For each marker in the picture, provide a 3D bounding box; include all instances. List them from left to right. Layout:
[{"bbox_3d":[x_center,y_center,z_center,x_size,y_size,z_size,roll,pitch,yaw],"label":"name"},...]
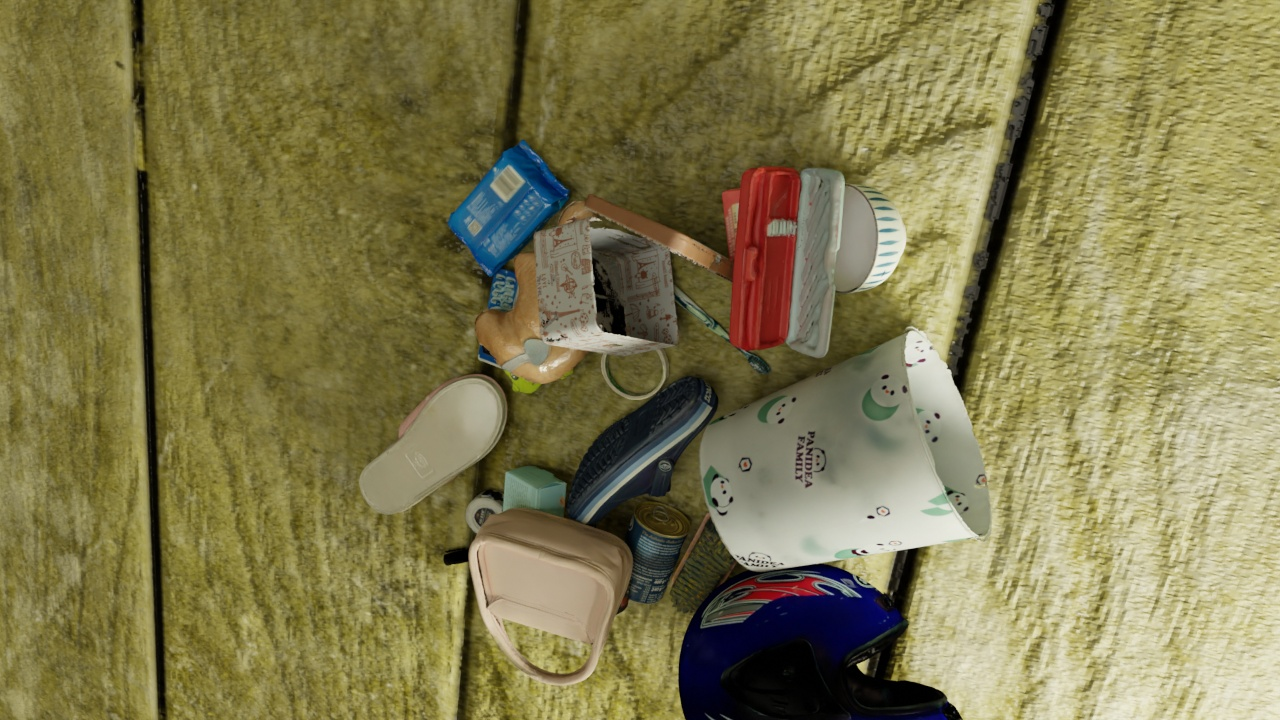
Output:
[{"bbox_3d":[-0.221,0.269,1.297,0.132,0.020,0.022,-15,71,23],"label":"marker"}]

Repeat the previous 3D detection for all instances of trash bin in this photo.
[{"bbox_3d":[0.218,0.113,1.001,0.253,0.229,0.229,-22,97,29],"label":"trash bin"}]

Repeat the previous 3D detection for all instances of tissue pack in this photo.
[{"bbox_3d":[-0.163,-0.185,1.127,0.157,0.052,0.095,-43,87,24],"label":"tissue pack"}]

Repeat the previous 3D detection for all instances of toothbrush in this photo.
[{"bbox_3d":[0.081,-0.046,1.103,0.191,0.018,0.016,40,114,4],"label":"toothbrush"}]

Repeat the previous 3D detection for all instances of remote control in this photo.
[{"bbox_3d":[-0.175,-0.053,1.169,0.049,0.024,0.125,20,101,39],"label":"remote control"}]

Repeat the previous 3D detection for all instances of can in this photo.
[{"bbox_3d":[0.012,0.249,1.180,0.075,0.075,0.111,23,112,11],"label":"can"}]

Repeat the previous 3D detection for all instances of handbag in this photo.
[{"bbox_3d":[-0.117,0.311,1.149,0.193,0.093,0.234,12,113,16],"label":"handbag"}]

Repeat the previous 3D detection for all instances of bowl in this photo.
[{"bbox_3d":[0.241,-0.132,0.987,0.066,0.116,0.116,-6,109,-26],"label":"bowl"}]

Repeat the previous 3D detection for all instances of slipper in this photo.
[{"bbox_3d":[-0.279,0.115,1.252,0.275,0.054,0.114,-41,90,21],"label":"slipper"},{"bbox_3d":[0.010,0.117,1.136,0.095,0.105,0.253,38,117,-17],"label":"slipper"}]

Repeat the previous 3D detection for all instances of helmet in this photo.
[{"bbox_3d":[0.201,0.354,1.061,0.316,0.247,0.240,-6,80,14],"label":"helmet"}]

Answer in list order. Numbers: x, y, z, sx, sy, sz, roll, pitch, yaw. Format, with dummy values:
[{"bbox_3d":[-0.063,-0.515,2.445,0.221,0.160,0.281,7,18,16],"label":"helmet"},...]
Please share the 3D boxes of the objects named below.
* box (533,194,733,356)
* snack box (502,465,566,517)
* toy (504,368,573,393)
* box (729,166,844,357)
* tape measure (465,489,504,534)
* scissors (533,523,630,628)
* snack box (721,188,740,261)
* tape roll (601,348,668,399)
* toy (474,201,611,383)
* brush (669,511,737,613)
[{"bbox_3d":[0.011,-0.097,1.007,0.185,0.182,0.154,-9,81,31],"label":"box"},{"bbox_3d":[-0.145,0.233,1.220,0.074,0.051,0.175,19,109,45],"label":"snack box"},{"bbox_3d":[-0.133,-0.003,1.181,0.100,0.031,0.097,8,103,13],"label":"toy"},{"bbox_3d":[0.164,-0.104,0.983,0.102,0.095,0.201,19,111,49],"label":"box"},{"bbox_3d":[-0.206,0.213,1.267,0.066,0.033,0.066,34,111,4],"label":"tape measure"},{"bbox_3d":[-0.091,0.299,1.221,0.189,0.015,0.226,32,116,37],"label":"scissors"},{"bbox_3d":[0.141,-0.124,1.056,0.075,0.025,0.153,-3,104,20],"label":"snack box"},{"bbox_3d":[-0.007,0.007,1.150,0.086,0.013,0.086,5,107,18],"label":"tape roll"},{"bbox_3d":[-0.098,-0.080,1.118,0.143,0.082,0.226,32,85,-9],"label":"toy"},{"bbox_3d":[0.085,0.258,1.161,0.063,0.072,0.146,29,117,9],"label":"brush"}]
